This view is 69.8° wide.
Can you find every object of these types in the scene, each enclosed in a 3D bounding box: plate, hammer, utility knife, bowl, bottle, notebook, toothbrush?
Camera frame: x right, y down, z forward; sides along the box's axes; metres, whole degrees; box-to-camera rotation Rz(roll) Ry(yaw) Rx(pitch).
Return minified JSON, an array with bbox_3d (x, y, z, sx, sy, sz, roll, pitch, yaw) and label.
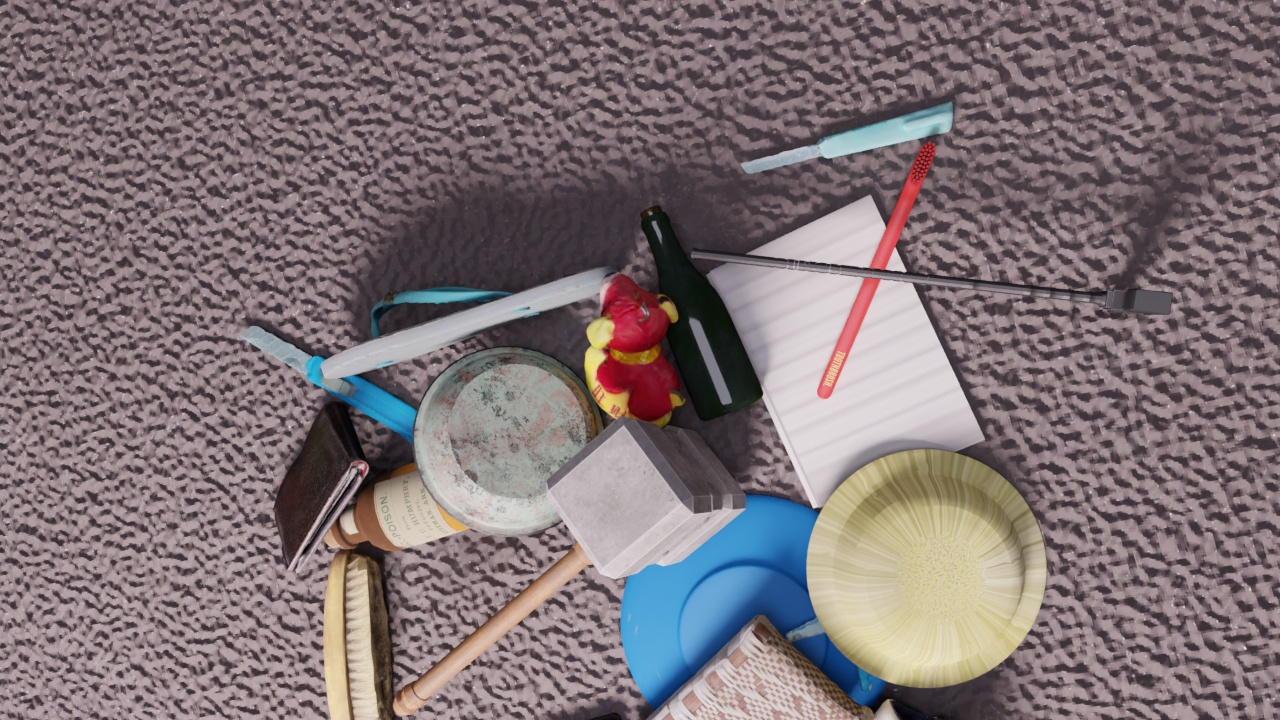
[{"bbox_3d":[0.221,0.162,0.694,0.184,0.036,0.184,0,90,1],"label":"plate"},{"bbox_3d":[-0.077,0.176,0.704,0.318,0.162,0.083,-41,71,11],"label":"hammer"},{"bbox_3d":[0.160,-0.170,0.716,0.166,0.015,0.022,-12,90,10],"label":"utility knife"},{"bbox_3d":[0.199,-0.061,0.675,0.325,0.095,0.015,8,95,12],"label":"hammer"},{"bbox_3d":[-0.265,0.024,0.816,0.221,0.015,0.031,28,94,10],"label":"utility knife"},{"bbox_3d":[-0.100,0.059,0.731,0.157,0.039,0.157,4,73,-15],"label":"bowl"},{"bbox_3d":[-0.198,0.124,0.780,0.157,0.067,0.068,-19,89,12],"label":"bottle"},{"bbox_3d":[0.091,0.222,0.748,0.224,0.024,0.224,1,93,12],"label":"plate"},{"bbox_3d":[0.040,-0.041,0.729,0.055,0.055,0.174,-23,87,12],"label":"bottle"},{"bbox_3d":[0.160,-0.005,0.729,0.143,0.009,0.209,-25,88,11],"label":"notebook"},{"bbox_3d":[0.181,-0.068,0.707,0.012,0.018,0.212,23,97,9],"label":"toothbrush"}]

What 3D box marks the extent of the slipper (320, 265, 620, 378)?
[{"bbox_3d":[-0.148,-0.044,0.745,0.269,0.098,0.054,-17,91,11],"label":"slipper"}]

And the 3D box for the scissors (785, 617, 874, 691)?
[{"bbox_3d":[0.175,0.189,0.721,0.134,0.011,0.139,-17,88,-1],"label":"scissors"}]

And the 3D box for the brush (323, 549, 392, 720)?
[{"bbox_3d":[-0.246,0.262,0.803,0.043,0.059,0.195,-2,95,3],"label":"brush"}]

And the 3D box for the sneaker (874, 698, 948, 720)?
[{"bbox_3d":[0.254,0.354,0.694,0.233,0.091,0.118,30,96,17],"label":"sneaker"}]

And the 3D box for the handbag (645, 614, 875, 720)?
[{"bbox_3d":[0.080,0.298,0.720,0.124,0.046,0.186,41,114,4],"label":"handbag"}]

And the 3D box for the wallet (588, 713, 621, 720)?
[{"bbox_3d":[-0.038,0.369,0.789,0.091,0.018,0.115,-20,93,12],"label":"wallet"}]

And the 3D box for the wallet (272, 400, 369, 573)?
[{"bbox_3d":[-0.276,0.107,0.788,0.120,0.031,0.099,-56,38,10],"label":"wallet"}]

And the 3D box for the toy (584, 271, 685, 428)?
[{"bbox_3d":[-0.004,0.004,0.713,0.105,0.067,0.138,33,140,29],"label":"toy"}]
